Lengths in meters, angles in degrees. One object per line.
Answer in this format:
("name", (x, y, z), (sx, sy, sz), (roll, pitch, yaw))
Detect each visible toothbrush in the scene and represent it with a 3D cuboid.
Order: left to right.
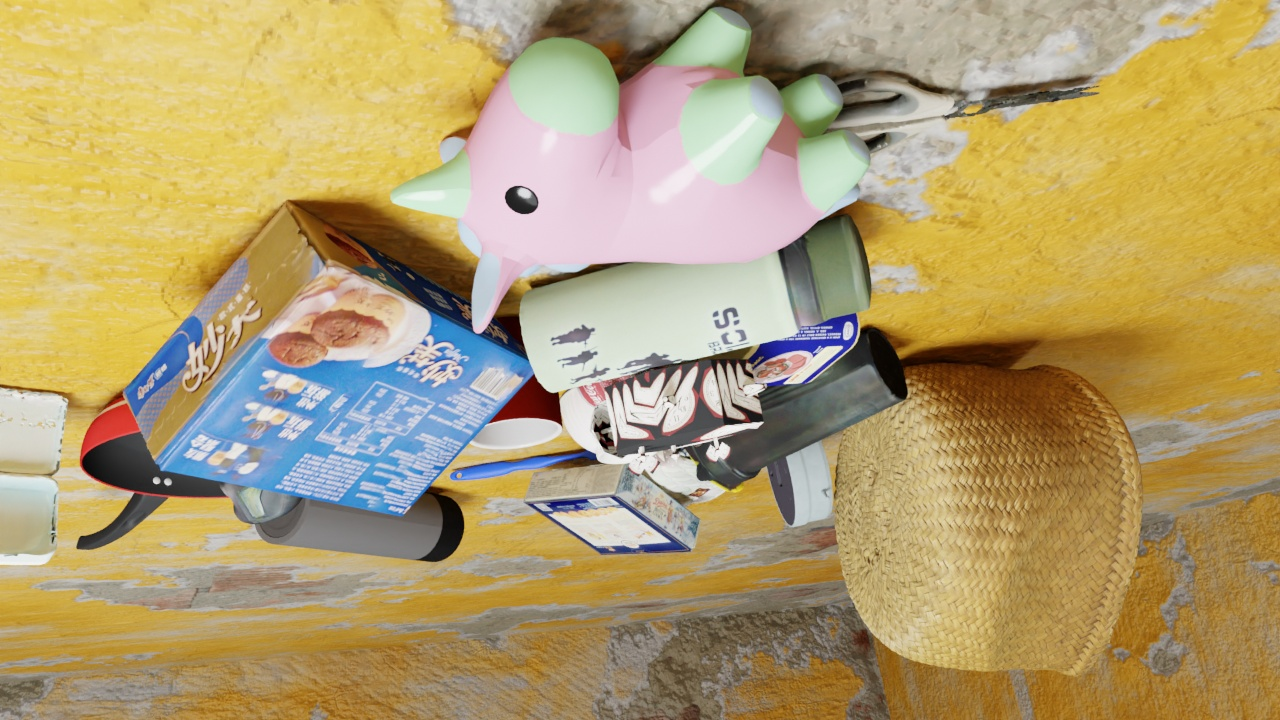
("toothbrush", (-0.126, 0.118, 1.043), (0.182, 0.016, 0.018), (-9, 164, 1))

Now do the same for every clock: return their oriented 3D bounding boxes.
("clock", (0.025, 0.048, 0.686), (0.114, 0.065, 0.155), (-7, 169, -24))
("clock", (0.172, 0.121, 1.026), (0.045, 0.122, 0.159), (-12, 172, -4))

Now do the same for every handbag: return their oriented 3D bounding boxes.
("handbag", (0.052, 0.119, 1.034), (0.138, 0.072, 0.195), (3, 156, -21))

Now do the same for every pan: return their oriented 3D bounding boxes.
("pan", (-0.409, 0.099, 0.813), (0.357, 0.067, 0.208), (-23, 155, 31))

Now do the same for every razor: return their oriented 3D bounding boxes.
("razor", (-0.283, 0.077, 0.704), (0.067, 0.053, 0.152), (17, 141, -19))

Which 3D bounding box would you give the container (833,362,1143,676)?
("container", (0.316, 0.146, 0.907), (0.196, 0.306, 0.307), (2, 158, -5))

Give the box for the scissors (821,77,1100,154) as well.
("scissors", (0.171, -0.136, 0.519), (0.170, 0.012, 0.121), (1, 160, -26))

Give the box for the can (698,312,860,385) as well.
("can", (0.107, -0.019, 0.732), (0.092, 0.056, 0.116), (-2, 158, -19))

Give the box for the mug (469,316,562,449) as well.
("mug", (-0.096, 0.023, 0.722), (0.073, 0.082, 0.105), (-14, 158, 14))

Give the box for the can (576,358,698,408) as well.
("can", (-0.004, 0.004, 0.749), (0.097, 0.054, 0.054), (-24, 154, 34))

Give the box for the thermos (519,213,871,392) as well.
("thermos", (0.039, -0.041, 0.628), (0.232, 0.082, 0.082), (-14, 158, 13))

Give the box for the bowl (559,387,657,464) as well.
("bowl", (-0.016, 0.061, 0.877), (0.118, 0.062, 0.118), (-7, 159, -3))

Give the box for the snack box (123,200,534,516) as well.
("snack box", (-0.186, 0.012, 0.590), (0.155, 0.069, 0.202), (-46, 150, 8))

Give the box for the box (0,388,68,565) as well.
("box", (-0.505, 0.073, 0.620), (0.196, 0.134, 0.041), (13, 140, -42))

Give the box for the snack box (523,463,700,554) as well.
("snack box", (-0.032, 0.170, 1.035), (0.145, 0.042, 0.145), (-12, 140, 39))

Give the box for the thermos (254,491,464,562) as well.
("thermos", (-0.306, 0.176, 1.029), (0.082, 0.082, 0.240), (-19, 157, 24))

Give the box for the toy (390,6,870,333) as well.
("toy", (0.007, -0.088, 0.460), (0.221, 0.120, 0.172), (14, 139, -43))

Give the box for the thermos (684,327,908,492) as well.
("thermos", (0.137, 0.048, 0.865), (0.221, 0.098, 0.098), (-28, 152, 32))
